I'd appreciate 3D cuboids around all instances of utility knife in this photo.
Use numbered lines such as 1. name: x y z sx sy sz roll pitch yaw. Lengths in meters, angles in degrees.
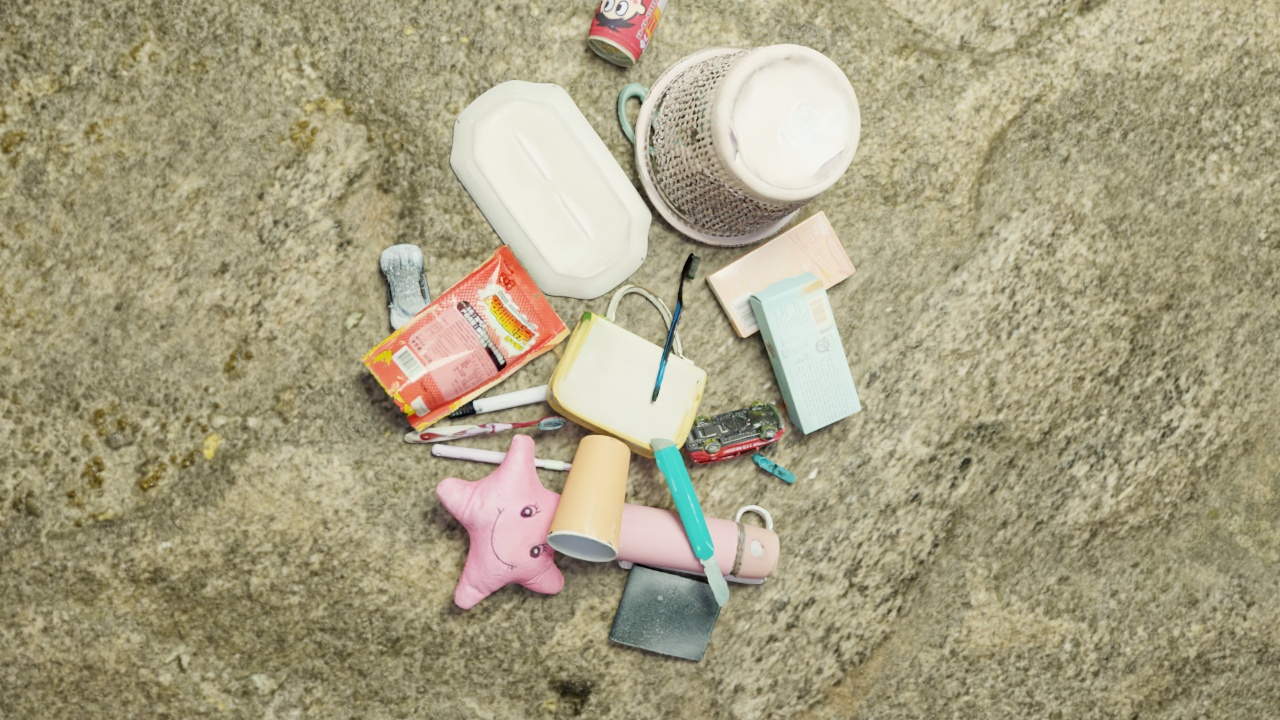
1. utility knife: 0.057 0.178 1.016 0.029 0.013 0.209 -22 98 -7

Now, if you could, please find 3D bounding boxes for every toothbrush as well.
1. toothbrush: -0.146 0.117 1.056 0.189 0.029 0.021 10 49 -5
2. toothbrush: -0.177 0.079 1.036 0.187 0.017 0.016 -6 105 5
3. toothbrush: 0.063 0.249 1.085 0.180 0.016 0.016 8 93 -7
4. toothbrush: 0.040 -0.039 1.043 0.016 0.014 0.189 23 68 -20

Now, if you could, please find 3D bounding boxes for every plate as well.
1. plate: -0.100 -0.195 1.040 0.162 0.034 0.265 -35 96 -4

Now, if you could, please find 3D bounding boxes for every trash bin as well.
1. trash bin: 0.124 -0.237 0.972 0.227 0.192 0.227 -1 96 -13

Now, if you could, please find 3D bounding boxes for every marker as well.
1. marker: -0.157 0.045 1.052 0.130 0.018 0.022 -12 84 -5

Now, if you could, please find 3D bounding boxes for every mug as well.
1. mug: -0.051 0.148 1.005 0.078 0.078 0.122 16 59 -7

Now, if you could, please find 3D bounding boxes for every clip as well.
1. clip: 0.159 0.129 1.090 0.057 0.048 0.014 32 87 -11

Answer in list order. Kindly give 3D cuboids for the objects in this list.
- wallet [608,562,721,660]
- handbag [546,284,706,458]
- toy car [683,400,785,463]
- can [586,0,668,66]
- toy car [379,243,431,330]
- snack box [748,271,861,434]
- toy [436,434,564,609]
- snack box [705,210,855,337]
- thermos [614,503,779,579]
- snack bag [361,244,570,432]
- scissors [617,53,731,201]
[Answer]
1. wallet: 0.033 0.296 1.076 0.121 0.019 0.097 17 98 -12
2. handbag: -0.006 0.006 1.052 0.163 0.063 0.178 27 72 -10
3. toy car: 0.108 0.085 1.066 0.120 0.052 0.045 -16 132 -1
4. can: -0.014 -0.385 1.025 0.066 0.066 0.094 25 90 -7
5. toy car: -0.261 -0.079 1.029 0.049 0.031 0.105 -10 95 -4
6. snack box: 0.190 -0.008 1.055 0.074 0.051 0.175 -22 107 -5
7. toy: -0.133 0.178 1.030 0.178 0.075 0.195 -8 101 -17
8. snack box: 0.164 -0.101 1.077 0.157 0.026 0.084 -30 96 -4
9. thermos: 0.060 0.201 1.062 0.198 0.067 0.087 9 69 -6
10. snack bag: -0.194 -0.020 1.023 0.207 0.073 0.128 -37 110 -9
11. scissors: 0.040 -0.262 1.062 0.169 0.019 0.177 -8 96 -7
